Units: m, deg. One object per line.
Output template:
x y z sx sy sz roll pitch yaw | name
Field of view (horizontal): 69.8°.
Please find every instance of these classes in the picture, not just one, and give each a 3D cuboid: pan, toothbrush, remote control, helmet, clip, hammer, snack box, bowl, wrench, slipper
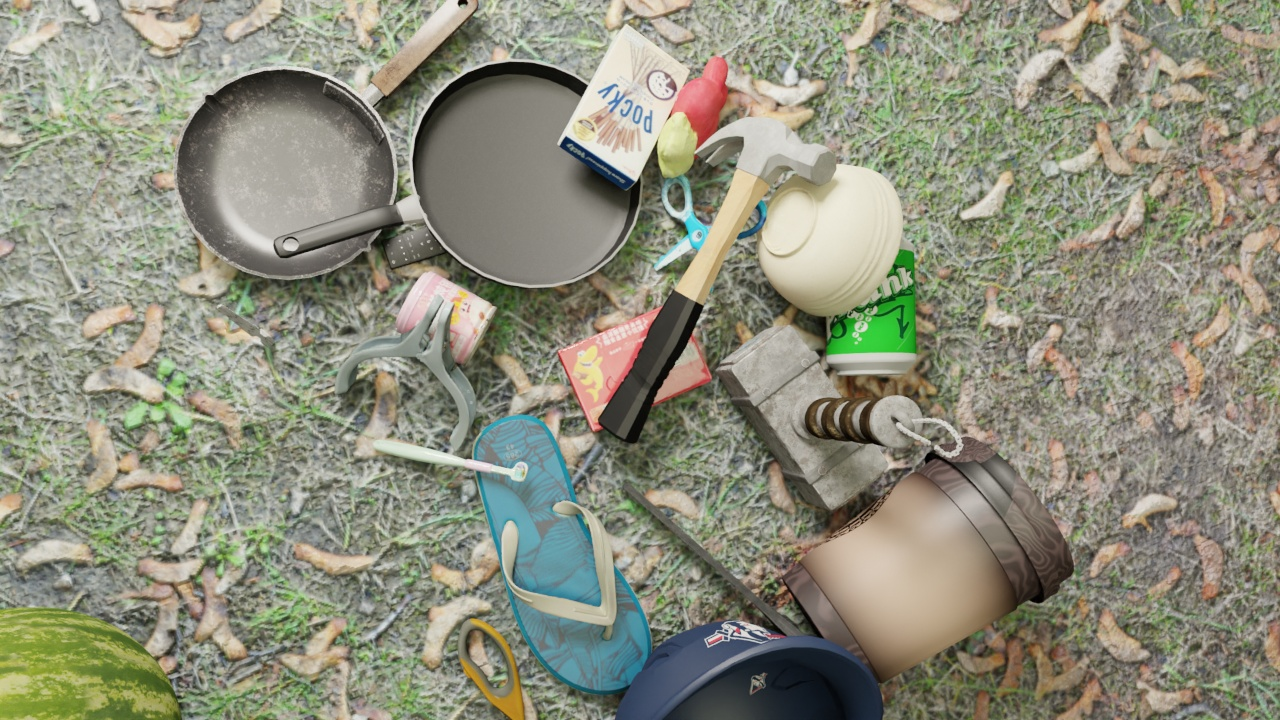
-0.282 -0.232 0.887 0.207 0.040 0.356 44 82 -4 | pan
-0.184 0.095 0.881 0.155 0.015 0.022 10 49 8 | toothbrush
-0.184 -0.125 0.909 0.140 0.009 0.030 -19 90 -8 | remote control
0.089 0.333 0.813 0.232 0.222 0.273 11 123 -21 | helmet
-0.344 -0.032 0.798 0.010 0.182 0.010 -43 90 -13 | toothbrush
-0.210 0.025 0.865 0.165 0.032 0.166 -14 120 20 | clip
0.172 0.050 0.789 0.079 0.326 0.177 -36 93 -8 | hammer
-0.493 0.320 0.737 0.213 0.247 0.243 -33 51 9 | helmet
0.053 -0.073 0.865 0.131 0.039 0.328 34 99 39 | hammer
-0.005 0.005 0.922 0.133 0.021 0.089 -23 91 -8 | snack box
0.165 -0.123 0.876 0.075 0.151 0.150 14 85 -38 | bowl
0.086 0.213 0.910 0.273 0.073 0.018 41 83 2 | wrench
-0.082 0.194 0.886 0.118 0.060 0.295 -23 90 -4 | slipper
-0.015 -0.249 0.901 0.082 0.026 0.149 30 66 -16 | snack box
-0.167 -0.157 0.869 0.355 0.034 0.225 -22 90 -19 | pan

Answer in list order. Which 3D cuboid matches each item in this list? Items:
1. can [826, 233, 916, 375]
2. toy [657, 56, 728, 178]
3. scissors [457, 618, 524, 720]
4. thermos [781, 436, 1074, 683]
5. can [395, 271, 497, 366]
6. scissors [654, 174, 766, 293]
0.231 -0.056 0.922 0.087 0.088 0.140 0 88 -8 | can
0.054 -0.241 0.907 0.045 0.092 0.135 24 69 11 | toy
-0.143 0.369 0.892 0.229 0.016 0.225 -31 93 -8 | scissors
0.266 0.201 0.884 0.226 0.173 0.172 -33 92 -1 | thermos
-0.186 -0.040 0.876 0.076 0.067 0.067 28 84 -7 | can
0.065 -0.132 0.907 0.140 0.011 0.134 -19 72 31 | scissors
